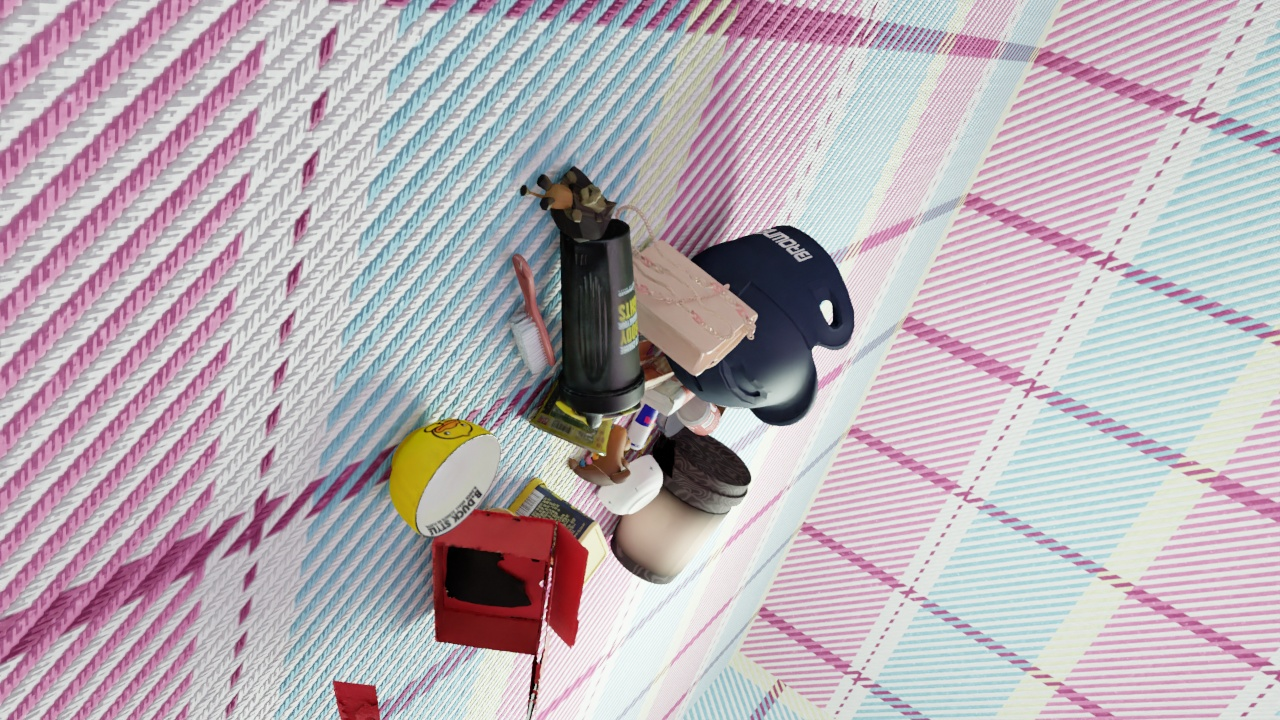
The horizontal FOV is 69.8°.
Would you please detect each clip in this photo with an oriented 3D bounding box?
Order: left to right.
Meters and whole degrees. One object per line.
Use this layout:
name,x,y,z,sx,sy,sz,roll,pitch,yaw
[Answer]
clip,0.000,0.135,1.425,0.048,0.045,0.054,31,88,-44

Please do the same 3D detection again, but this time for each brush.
brush,-0.116,-0.043,0.926,0.030,0.041,0.173,-32,150,-17

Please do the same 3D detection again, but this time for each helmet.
helmet,0.140,-0.028,1.232,0.222,0.232,0.272,-29,120,-20

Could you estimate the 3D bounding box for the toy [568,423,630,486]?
toy,-0.057,0.128,1.286,0.103,0.071,0.090,24,83,-46

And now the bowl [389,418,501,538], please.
bowl,-0.199,0.105,0.893,0.117,0.068,0.117,-47,155,-29

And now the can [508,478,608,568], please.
can,-0.108,0.230,1.208,0.075,0.104,0.135,-51,157,-20

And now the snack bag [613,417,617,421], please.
snack bag,-0.056,0.056,1.208,0.155,0.018,0.075,-7,123,-63

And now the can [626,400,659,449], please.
can,0.006,0.087,1.368,0.032,0.032,0.095,-14,131,-61

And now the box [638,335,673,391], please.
box,-0.007,0.008,1.208,0.186,0.054,0.078,-20,103,-60

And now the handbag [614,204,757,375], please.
handbag,0.069,-0.091,1.037,0.116,0.199,0.188,-40,162,-31

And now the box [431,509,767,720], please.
box,-0.055,0.311,1.029,0.107,0.410,0.212,-50,160,-44

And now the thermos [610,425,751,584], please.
thermos,0.058,0.245,1.526,0.226,0.173,0.172,-60,160,19

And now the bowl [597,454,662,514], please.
bowl,-0.010,0.197,1.410,0.104,0.054,0.105,-33,163,-12

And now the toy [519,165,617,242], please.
toy,-0.069,-0.150,0.864,0.100,0.063,0.076,9,66,-48

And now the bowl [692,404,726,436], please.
bowl,0.102,0.063,1.495,0.120,0.032,0.119,-51,-154,37

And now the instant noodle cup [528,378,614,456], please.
instant noodle cup,-0.067,0.046,1.087,0.108,0.102,0.102,-67,159,-4

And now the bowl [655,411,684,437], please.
bowl,0.053,0.058,1.416,0.114,0.045,0.114,-46,155,-29

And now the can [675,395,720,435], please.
can,0.088,0.080,1.382,0.054,0.054,0.096,-57,158,-4

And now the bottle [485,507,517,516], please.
bottle,-0.175,0.229,1.116,0.063,0.063,0.109,-41,153,-38

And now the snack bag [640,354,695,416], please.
snack bag,0.074,0.010,1.354,0.224,0.077,0.041,-35,149,-47

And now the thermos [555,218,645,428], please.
thermos,-0.045,-0.036,0.969,0.097,0.098,0.221,-36,135,-45
